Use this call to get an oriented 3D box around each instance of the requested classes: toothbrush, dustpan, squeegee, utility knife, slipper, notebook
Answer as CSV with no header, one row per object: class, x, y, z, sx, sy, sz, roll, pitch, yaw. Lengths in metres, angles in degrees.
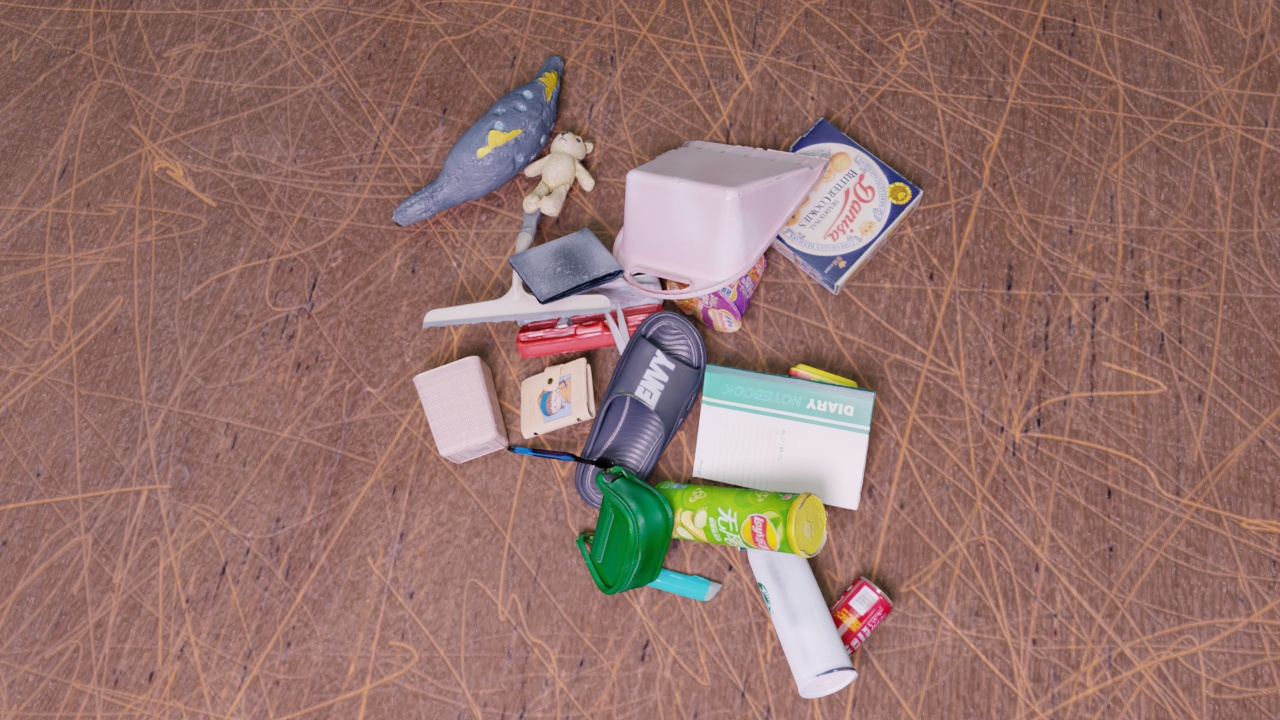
toothbrush,-0.101,0.119,1.152,0.190,0.014,0.016,2,26,40
dustpan,0.087,-0.188,1.204,0.223,0.139,0.272,19,31,35
squeegee,-0.152,-0.152,1.222,0.247,0.039,0.246,-4,47,10
utility knife,0.020,0.268,1.140,0.161,0.013,0.029,13,71,13
slipper,0.003,0.069,1.134,0.110,0.083,0.268,25,93,-4
notebook,0.173,0.092,1.128,0.209,0.012,0.150,9,103,18

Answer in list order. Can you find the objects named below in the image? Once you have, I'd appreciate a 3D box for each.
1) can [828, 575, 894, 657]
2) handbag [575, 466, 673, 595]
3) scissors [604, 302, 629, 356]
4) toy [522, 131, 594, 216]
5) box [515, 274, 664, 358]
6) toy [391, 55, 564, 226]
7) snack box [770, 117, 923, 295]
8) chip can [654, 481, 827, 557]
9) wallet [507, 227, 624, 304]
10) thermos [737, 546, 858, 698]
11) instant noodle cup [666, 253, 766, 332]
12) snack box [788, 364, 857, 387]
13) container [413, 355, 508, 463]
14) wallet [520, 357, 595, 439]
can,0.235,0.320,1.079,0.053,0.053,0.132,42,81,16
handbag,-0.025,0.205,1.099,0.067,0.131,0.120,-9,33,-38
scissors,-0.021,0.013,1.180,0.173,0.012,0.128,43,97,-12
toy,-0.118,-0.258,1.274,0.105,0.066,0.156,9,53,15
box,-0.069,-0.070,1.211,0.201,0.094,0.092,-9,111,4
toy,-0.202,-0.306,1.283,0.355,0.091,0.138,-49,37,-15
snack box,0.255,-0.211,1.246,0.182,0.046,0.177,41,81,16
chip can,0.105,0.183,1.075,0.222,0.072,0.072,-2,69,40
wallet,-0.094,-0.120,1.158,0.120,0.019,0.097,-23,51,-21
thermos,0.172,0.271,1.063,0.073,0.073,0.224,-19,51,-1
instant noodle cup,0.107,-0.109,1.202,0.111,0.112,0.099,30,71,14
snack box,0.221,0.055,1.151,0.091,0.082,0.080,19,86,12
container,-0.229,0.067,1.189,0.090,0.090,0.111,-19,75,-1
wallet,-0.109,0.047,1.190,0.115,0.024,0.087,-20,67,34
